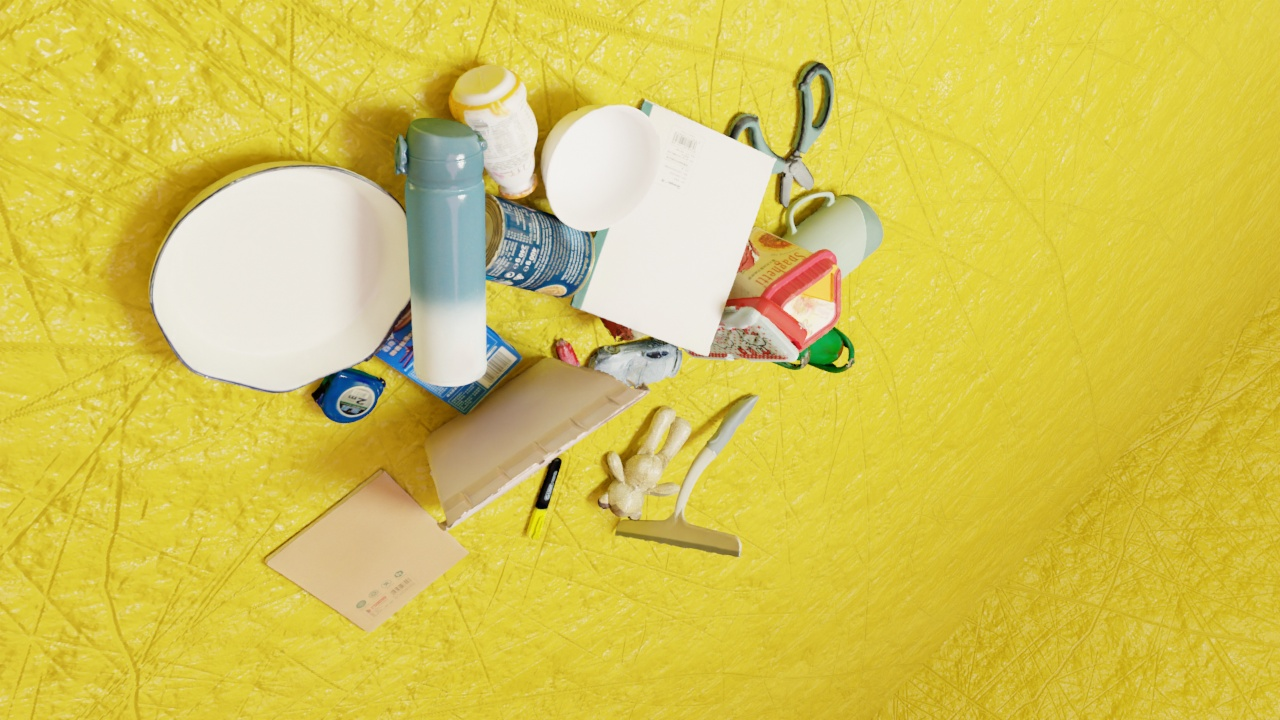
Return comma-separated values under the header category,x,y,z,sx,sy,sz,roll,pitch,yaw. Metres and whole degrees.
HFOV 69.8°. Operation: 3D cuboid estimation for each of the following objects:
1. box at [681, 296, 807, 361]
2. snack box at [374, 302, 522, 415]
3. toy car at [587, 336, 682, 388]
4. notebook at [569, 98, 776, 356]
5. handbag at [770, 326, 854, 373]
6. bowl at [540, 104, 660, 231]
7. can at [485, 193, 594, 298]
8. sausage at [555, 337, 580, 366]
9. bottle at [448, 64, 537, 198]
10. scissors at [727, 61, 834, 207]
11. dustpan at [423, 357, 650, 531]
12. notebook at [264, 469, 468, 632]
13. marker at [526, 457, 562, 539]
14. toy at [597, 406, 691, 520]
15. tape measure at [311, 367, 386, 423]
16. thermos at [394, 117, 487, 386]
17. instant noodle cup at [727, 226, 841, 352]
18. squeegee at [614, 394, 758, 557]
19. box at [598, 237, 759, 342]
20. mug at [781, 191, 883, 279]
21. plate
category,x,y,z,sx,sy,sz,roll,pitch,yaw
box,0.088,-0.031,0.983,0.087,0.201,0.048,35,75,-24
snack box,-0.189,-0.013,0.880,0.084,0.026,0.157,-45,142,-1
toy car,-0.006,0.006,1.058,0.120,0.037,0.054,-9,131,-33
notebook,0.034,-0.126,0.890,0.150,0.012,0.209,20,91,-19
handbag,0.191,-0.024,1.142,0.131,0.120,0.068,9,112,-46
bowl,-0.048,-0.183,0.824,0.118,0.065,0.118,-22,134,-25
can,-0.107,-0.103,0.834,0.111,0.075,0.075,10,116,-46
sausage,-0.070,0.027,1.032,0.020,0.020,0.156,-34,141,-15
bottle,-0.116,-0.186,0.761,0.063,0.063,0.108,-33,140,-16
scissors,0.169,-0.249,1.002,0.178,0.019,0.173,-53,140,9
dustpan,-0.100,0.105,0.930,0.222,0.273,0.139,-32,115,-12
notebook,-0.291,0.215,1.008,0.147,0.008,0.208,-38,142,-10
marker,-0.117,0.170,1.121,0.018,0.015,0.124,-7,127,-42
toy,0.007,0.131,1.169,0.105,0.066,0.157,28,100,-18
tape measure,-0.271,0.031,0.846,0.058,0.025,0.054,23,109,-46
thermos,-0.160,-0.086,0.750,0.070,0.070,0.221,-17,127,-31
instant noodle cup,0.150,-0.082,1.045,0.116,0.124,0.117,-35,141,-19
squeegee,0.090,0.131,1.204,0.039,0.247,0.246,46,62,-26
box,0.038,-0.082,0.953,0.168,0.091,0.079,-34,100,-15
mug,0.222,-0.152,1.096,0.106,0.082,0.112,-39,110,-8
plate,-0.281,-0.069,0.732,0.204,0.045,0.205,-25,139,-24
